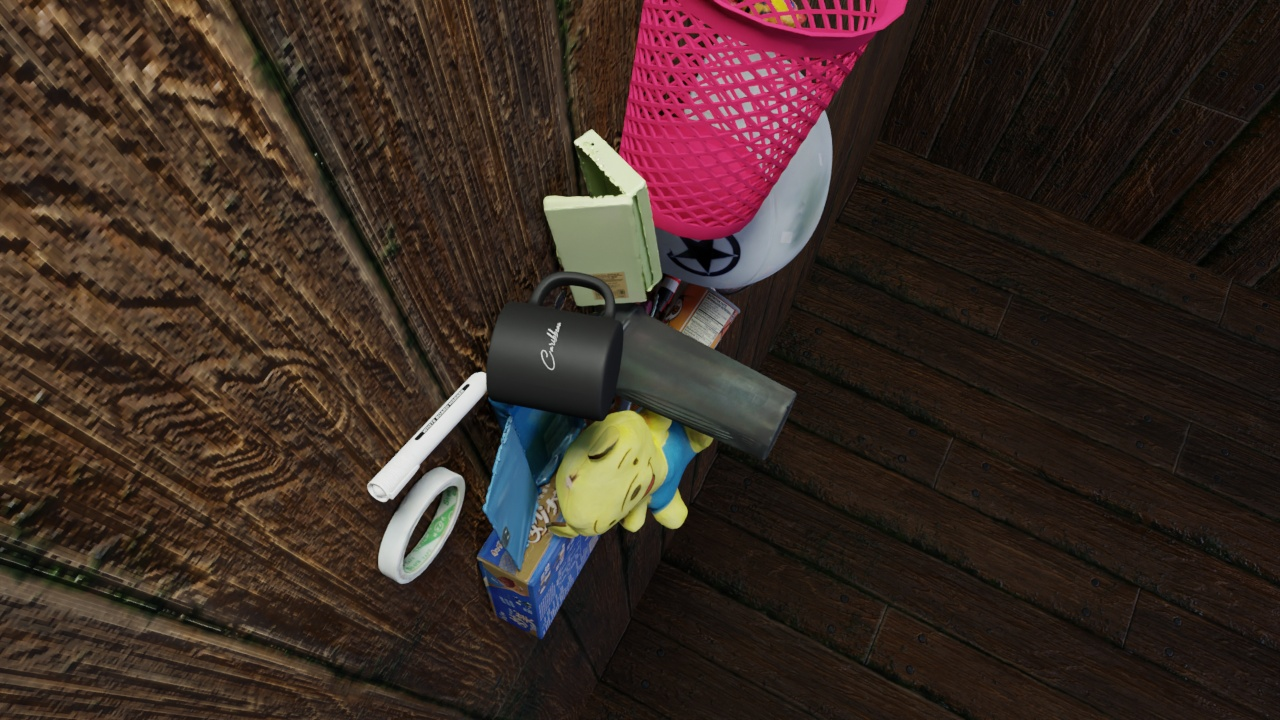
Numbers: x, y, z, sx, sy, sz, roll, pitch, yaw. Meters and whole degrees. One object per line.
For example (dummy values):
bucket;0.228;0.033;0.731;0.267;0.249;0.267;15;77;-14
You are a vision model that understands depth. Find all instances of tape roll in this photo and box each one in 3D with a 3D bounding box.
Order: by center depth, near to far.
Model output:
tape roll;-0.170;0.129;0.718;0.093;0.018;0.094;-60;168;-22

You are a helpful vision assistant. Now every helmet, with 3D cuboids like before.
helmet;0.112;-0.190;0.940;0.235;0.164;0.265;-56;165;-40

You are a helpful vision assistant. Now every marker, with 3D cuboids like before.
marker;-0.145;0.051;0.654;0.133;0.020;0.017;-53;154;-44
marker;0.048;-0.116;1.118;0.145;0.019;0.019;-63;168;-10

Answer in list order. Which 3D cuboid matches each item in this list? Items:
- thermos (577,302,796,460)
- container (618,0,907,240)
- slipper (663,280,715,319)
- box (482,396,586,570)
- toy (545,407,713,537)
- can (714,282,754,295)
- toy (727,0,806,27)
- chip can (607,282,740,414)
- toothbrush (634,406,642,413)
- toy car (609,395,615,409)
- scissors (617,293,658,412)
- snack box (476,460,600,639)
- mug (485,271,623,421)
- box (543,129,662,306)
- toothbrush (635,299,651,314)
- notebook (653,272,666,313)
thermos;0.034;0.016;0.879;0.098;0.221;0.098;-58;166;-24
container;0.068;-0.213;0.701;0.182;0.183;0.226;-56;173;-37
slipper;0.112;-0.157;1.258;0.272;0.054;0.114;-60;172;-14
box;-0.106;0.086;0.845;0.232;0.048;0.176;90;20;-64
toy;-0.014;0.112;0.938;0.213;0.084;0.149;-4;117;-55
can;0.119;-0.146;1.126;0.130;0.044;0.129;-40;-148;32
toy;0.117;-0.335;0.871;0.046;0.084;0.103;-36;165;28
chip can;0.034;0.007;1.145;0.215;0.075;0.075;-56;169;1
toothbrush;-0.030;0.081;1.093;0.180;0.016;0.016;-40;143;-4
toy car;-0.032;0.018;1.049;0.091;0.036;0.042;-52;162;-49
scissors;-0.006;0.006;1.036;0.170;0.013;0.172;-21;127;-85
snack box;-0.106;0.207;1.036;0.154;0.069;0.203;-58;167;-28
mug;-0.060;-0.015;0.706;0.078;0.088;0.113;82;20;-69
box;-0.022;-0.104;0.753;0.090;0.077;0.188;-61;167;-16
toothbrush;0.001;-0.025;1.155;0.016;0.016;0.190;-60;168;-26
notebook;0.071;-0.175;1.169;0.208;0.008;0.142;-59;167;-28
